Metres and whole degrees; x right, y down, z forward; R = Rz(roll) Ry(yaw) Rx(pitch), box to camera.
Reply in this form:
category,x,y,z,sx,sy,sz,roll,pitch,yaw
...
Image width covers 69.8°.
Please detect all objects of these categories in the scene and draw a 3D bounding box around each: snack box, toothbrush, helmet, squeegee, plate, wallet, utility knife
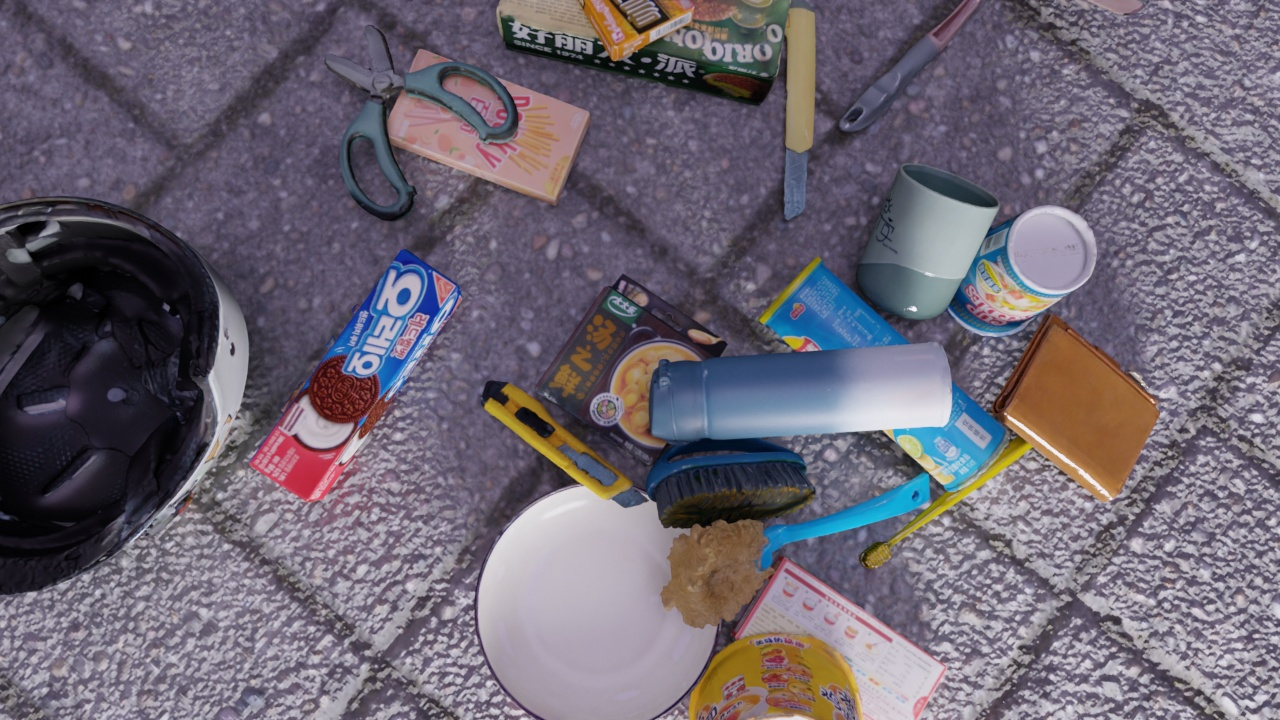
category,x,y,z,sx,sy,sz,roll,pitch,yaw
snack box,0.158,0.232,0.735,0.156,0.027,0.077,34,81,2
toothbrush,0.260,0.114,0.764,0.190,0.017,0.015,-34,86,-8
snack box,-0.223,0.011,0.731,0.058,0.057,0.207,33,80,-1
helmet,-0.400,0.022,0.670,0.230,0.157,0.274,30,91,0
snack box,-0.004,0.004,0.752,0.113,0.053,0.125,33,86,2
snack box,0.007,-0.308,0.790,0.240,0.063,0.114,12,81,-2
squeegee,0.262,-0.288,0.816,0.247,0.040,0.249,42,87,19
snack box,-0.025,-0.326,0.745,0.075,0.026,0.153,-28,83,-6
plate,-0.033,0.192,0.724,0.192,0.039,0.192,1,81,-4
wallet,0.366,0.038,0.765,0.132,0.031,0.107,36,78,-12
utility knife,-0.063,0.065,0.729,0.170,0.015,0.033,35,62,19
snack box,-0.130,-0.199,0.784,0.157,0.026,0.084,20,81,0
utility knife,0.139,-0.225,0.808,0.031,0.022,0.212,4,74,-2

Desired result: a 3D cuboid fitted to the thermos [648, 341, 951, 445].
category,x,y,z,sx,sy,sz,roll,pitch,yaw
thermos,0.115,0.026,0.688,0.220,0.070,0.070,-4,81,5

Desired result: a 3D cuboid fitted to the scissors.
category,x,y,z,sx,sy,sz,roll,pitch,yaw
scissors,-0.196,-0.189,0.756,0.170,0.019,0.180,23,83,-1

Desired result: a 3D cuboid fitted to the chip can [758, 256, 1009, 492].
category,x,y,z,sx,sy,sz,roll,pitch,yaw
chip can,0.197,0.011,0.750,0.210,0.071,0.071,43,81,3

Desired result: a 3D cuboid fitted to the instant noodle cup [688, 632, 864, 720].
category,x,y,z,sx,sy,sz,roll,pitch,yaw
instant noodle cup,0.101,0.283,0.667,0.138,0.109,0.138,0,93,6

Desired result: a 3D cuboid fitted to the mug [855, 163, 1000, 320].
category,x,y,z,sx,sy,sz,roll,pitch,yaw
mug,0.225,-0.101,0.754,0.082,0.111,0.106,8,121,-16

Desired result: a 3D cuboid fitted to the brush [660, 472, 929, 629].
category,x,y,z,sx,sy,sz,roll,pitch,yaw
brush,0.129,0.136,0.714,0.254,0.046,0.083,-15,108,-22

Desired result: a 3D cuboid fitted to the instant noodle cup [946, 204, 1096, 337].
category,x,y,z,sx,sy,sz,roll,pitch,yaw
instant noodle cup,0.310,-0.078,0.750,0.099,0.110,0.099,0,81,-3

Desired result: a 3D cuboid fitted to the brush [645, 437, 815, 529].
category,x,y,z,sx,sy,sz,roll,pitch,yaw
brush,0.068,0.090,0.725,0.143,0.055,0.073,0,49,-27
